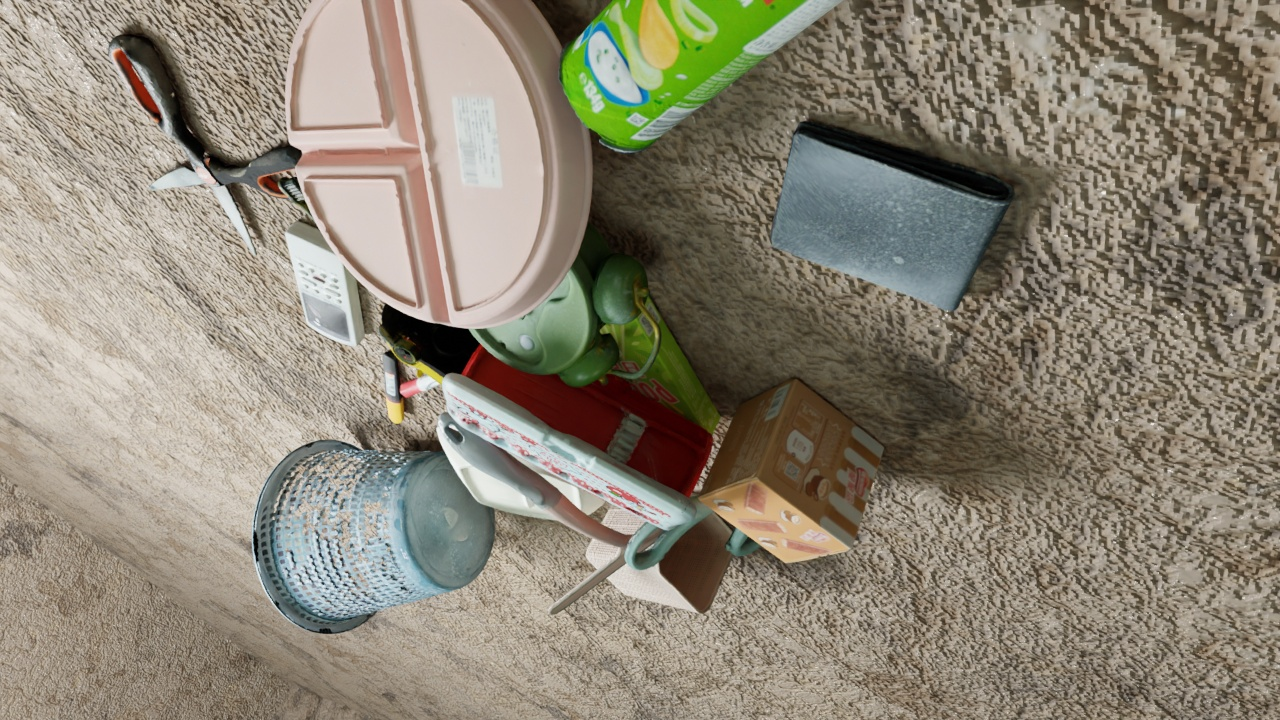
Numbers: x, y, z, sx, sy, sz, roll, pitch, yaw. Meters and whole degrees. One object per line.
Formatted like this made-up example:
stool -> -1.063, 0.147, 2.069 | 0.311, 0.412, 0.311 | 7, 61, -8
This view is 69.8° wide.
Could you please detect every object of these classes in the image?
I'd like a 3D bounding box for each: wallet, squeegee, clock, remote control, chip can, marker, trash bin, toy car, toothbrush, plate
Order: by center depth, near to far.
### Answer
chip can -> 0.052, -0.172, 0.402 | 0.072, 0.072, 0.237 | 41, 146, -19
wallet -> 0.136, -0.079, 0.520 | 0.121, 0.019, 0.097 | 22, 148, 12
plate -> -0.130, -0.125, 0.546 | 0.230, 0.028, 0.230 | 13, 116, 27
clock -> -0.057, -0.044, 0.639 | 0.161, 0.056, 0.116 | 35, 132, 9
squeegee -> -0.069, 0.116, 0.763 | 0.248, 0.040, 0.249 | -39, 123, 21
toothbrush -> -0.235, -0.085, 0.769 | 0.017, 0.012, 0.186 | -9, 140, 25
toy car -> -0.149, -0.004, 0.781 | 0.156, 0.071, 0.041 | 34, 148, -8
remote control -> -0.288, -0.065, 0.842 | 0.058, 0.021, 0.150 | 25, 146, 5
plate -> -0.108, 0.114, 0.876 | 0.162, 0.034, 0.266 | 9, 160, -1
marker -> -0.193, 0.016, 0.889 | 0.146, 0.017, 0.017 | -16, 127, 47
marker -> -0.257, 0.028, 0.957 | 0.018, 0.015, 0.124 | 22, 144, 6
trash bin -> -0.282, 0.189, 1.041 | 0.195, 0.225, 0.226 | -12, 132, 28

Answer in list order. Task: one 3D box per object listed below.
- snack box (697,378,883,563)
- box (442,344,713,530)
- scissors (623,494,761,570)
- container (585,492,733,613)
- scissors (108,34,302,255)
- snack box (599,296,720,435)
snack box -> 0.113, 0.085, 0.691 | 0.094, 0.092, 0.077 | 37, 146, -14
box -> -0.041, 0.043, 0.680 | 0.201, 0.102, 0.101 | 28, 157, -1
scissors -> 0.075, 0.139, 0.806 | 0.170, 0.019, 0.180 | -42, 139, 18
container -> 0.017, 0.187, 0.909 | 0.111, 0.090, 0.090 | -5, 135, 45
scissors -> -0.355, -0.165, 0.753 | 0.234, 0.021, 0.221 | 5, 141, 30
snack box -> -0.004, 0.004, 0.727 | 0.086, 0.026, 0.156 | 2, 140, 35
